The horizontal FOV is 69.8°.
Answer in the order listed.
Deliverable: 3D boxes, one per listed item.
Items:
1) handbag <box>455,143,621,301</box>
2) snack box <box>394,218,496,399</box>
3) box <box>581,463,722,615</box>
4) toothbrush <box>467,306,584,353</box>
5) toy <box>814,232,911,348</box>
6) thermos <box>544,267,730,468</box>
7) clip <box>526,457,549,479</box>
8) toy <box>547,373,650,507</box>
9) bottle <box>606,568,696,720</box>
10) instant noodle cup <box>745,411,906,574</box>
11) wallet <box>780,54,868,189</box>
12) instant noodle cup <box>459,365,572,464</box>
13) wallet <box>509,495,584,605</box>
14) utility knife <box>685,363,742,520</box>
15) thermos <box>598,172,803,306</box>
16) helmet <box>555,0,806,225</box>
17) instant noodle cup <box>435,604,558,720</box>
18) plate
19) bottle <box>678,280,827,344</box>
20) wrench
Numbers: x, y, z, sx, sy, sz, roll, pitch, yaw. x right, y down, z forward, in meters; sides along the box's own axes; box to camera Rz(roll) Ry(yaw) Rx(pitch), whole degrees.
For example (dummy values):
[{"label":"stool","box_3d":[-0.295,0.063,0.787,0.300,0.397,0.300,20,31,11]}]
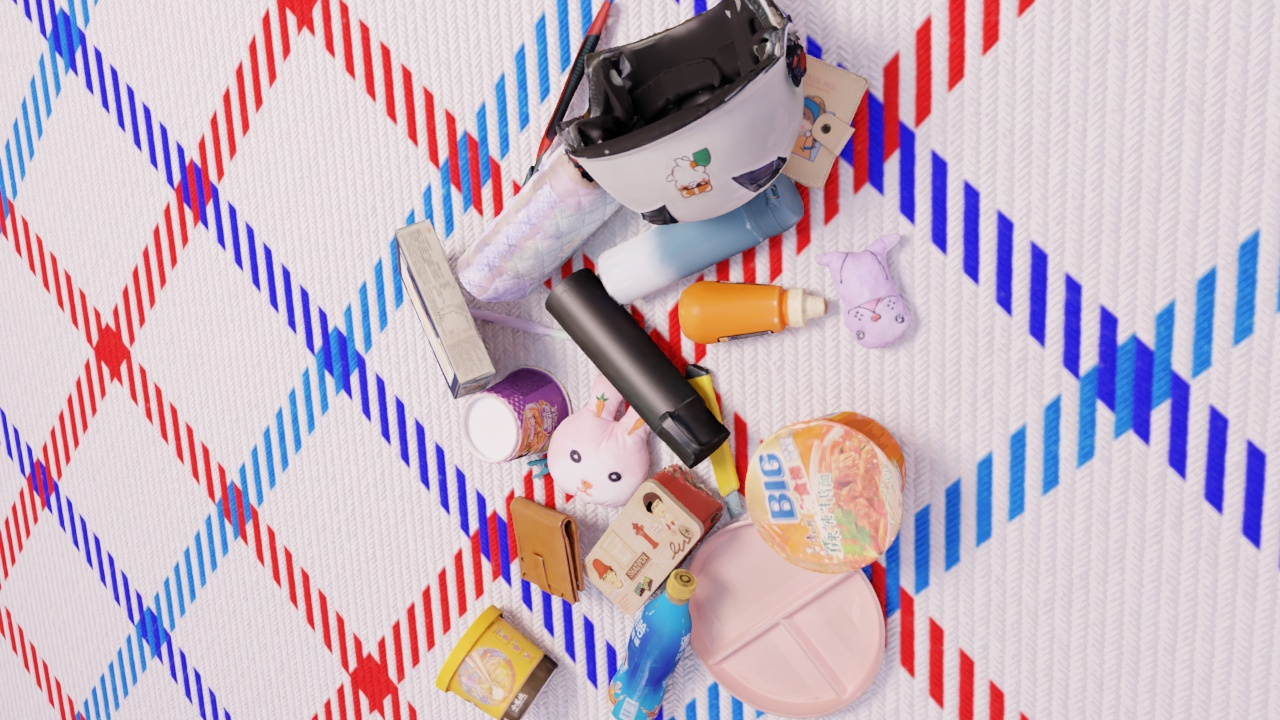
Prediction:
[{"label":"handbag","box_3d":[-0.098,-0.147,0.986,0.194,0.134,0.075,-44,78,26]},{"label":"snack box","box_3d":[-0.226,-0.051,1.052,0.045,0.183,0.178,-24,89,-15]},{"label":"box","box_3d":[0.014,0.197,1.036,0.091,0.075,0.169,42,123,12]},{"label":"toothbrush","box_3d":[-0.135,-0.038,1.090,0.189,0.029,0.021,16,66,24]},{"label":"toy","box_3d":[0.226,-0.064,0.897,0.084,0.038,0.108,-18,91,19]},{"label":"thermos","box_3d":[-0.006,0.006,0.985,0.068,0.090,0.242,-44,74,8]},{"label":"clip","box_3d":[-0.113,0.126,1.113,0.057,0.014,0.047,-19,89,27]},{"label":"toy","box_3d":[-0.039,0.092,1.049,0.121,0.054,0.160,25,104,9]},{"label":"bottle","box_3d":[0.017,0.322,1.037,0.065,0.065,0.219,29,121,18]},{"label":"instant noodle cup","box_3d":[0.193,0.120,0.908,0.151,0.111,0.151,5,102,25]},{"label":"wallet","box_3d":[0.168,-0.234,0.903,0.087,0.024,0.115,32,111,23]},{"label":"instant noodle cup","box_3d":[-0.150,0.070,1.073,0.112,0.099,0.111,5,103,24]},{"label":"wallet","box_3d":[-0.112,0.224,1.091,0.132,0.031,0.108,7,105,57]},{"label":"utility knife","box_3d":[0.082,0.089,1.009,0.033,0.015,0.181,-12,95,40]},{"label":"thermos","box_3d":[0.061,-0.125,0.949,0.221,0.070,0.070,-22,90,28]},{"label":"helmet","box_3d":[0.054,-0.216,0.850,0.230,0.273,0.157,-21,128,18]},{"label":"instant noodle cup","box_3d":[-0.174,0.385,1.140,0.114,0.118,0.119,33,112,8]},{"label":"plate","box_3d":[0.154,0.280,1.005,0.230,0.028,0.229,6,103,26]},{"label":"bottle","box_3d":[0.116,-0.052,0.944,0.150,0.066,0.067,-2,99,19]},{"label":"wrench","box_3d":[-0.093,-0.264,1.011,0.016,0.056,0.274,22,110,-16]}]
